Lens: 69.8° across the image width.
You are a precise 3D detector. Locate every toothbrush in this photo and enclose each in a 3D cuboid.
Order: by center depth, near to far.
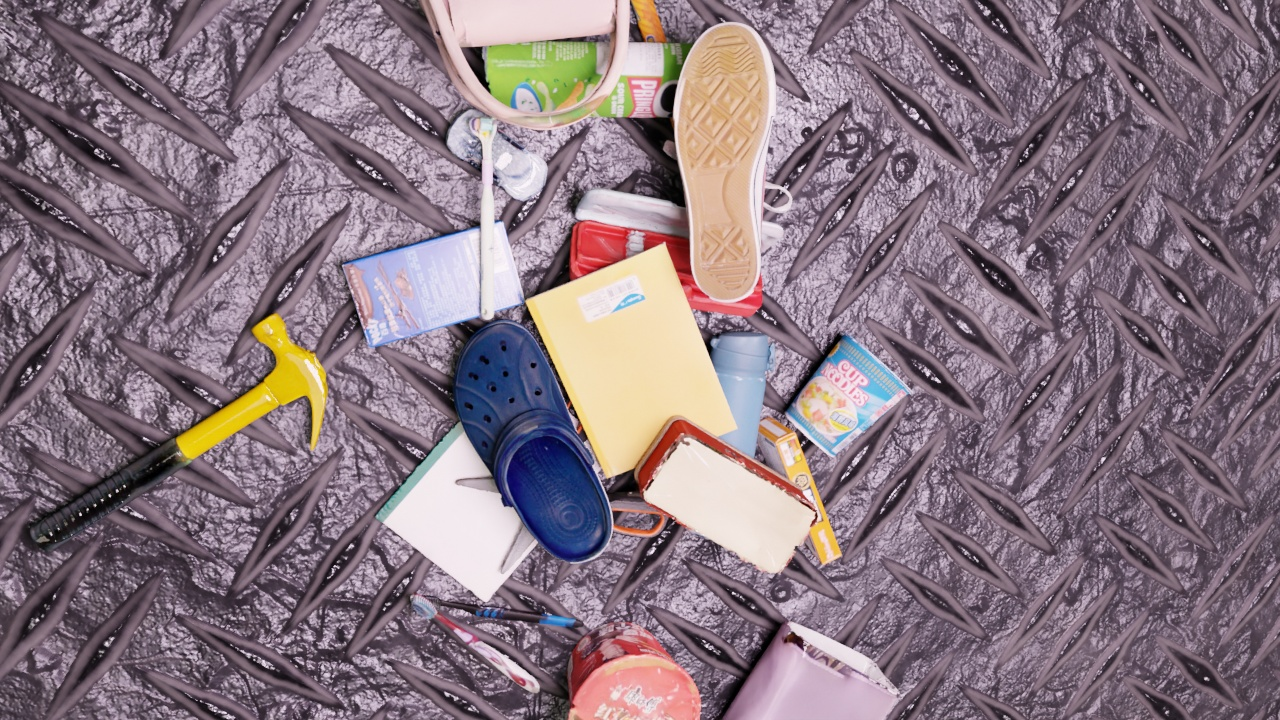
[{"bbox_3d":[-0.147,-0.132,0.867,0.029,0.020,0.190,7,105,22],"label":"toothbrush"},{"bbox_3d":[-0.172,0.302,0.965,0.016,0.017,0.187,-43,113,2],"label":"toothbrush"},{"bbox_3d":[-0.150,0.270,0.975,0.189,0.016,0.014,13,102,-16],"label":"toothbrush"}]

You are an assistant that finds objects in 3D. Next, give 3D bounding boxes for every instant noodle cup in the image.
[{"bbox_3d":[-0.017,0.348,0.972,0.137,0.108,0.138,-2,102,-12],"label":"instant noodle cup"},{"bbox_3d":[0.216,0.042,0.979,0.099,0.099,0.110,40,97,-17],"label":"instant noodle cup"}]

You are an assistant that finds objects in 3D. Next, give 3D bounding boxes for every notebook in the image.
[{"bbox_3d":[-0.005,0.005,0.900,0.146,0.010,0.206,-22,110,4],"label":"notebook"},{"bbox_3d":[-0.148,0.128,0.950,0.150,0.012,0.209,42,89,-15],"label":"notebook"}]

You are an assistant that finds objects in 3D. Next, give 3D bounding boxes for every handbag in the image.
[{"bbox_3d":[-0.096,-0.305,0.796,0.193,0.093,0.234,-10,78,-9],"label":"handbag"},{"bbox_3d":[0.171,0.407,1.032,0.145,0.098,0.197,30,94,-18],"label":"handbag"}]

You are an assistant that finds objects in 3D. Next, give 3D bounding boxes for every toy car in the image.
[{"bbox_3d":[-0.136,-0.196,0.881,0.105,0.031,0.049,35,93,-18],"label":"toy car"}]

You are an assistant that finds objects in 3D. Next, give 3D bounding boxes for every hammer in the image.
[{"bbox_3d":[-0.432,0.085,0.867,0.300,0.033,0.129,-33,105,-5],"label":"hammer"}]

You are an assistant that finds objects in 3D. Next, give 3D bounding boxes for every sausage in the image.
[{"bbox_3d":[0.021,-0.293,0.902,0.021,0.021,0.165,-22,105,-8],"label":"sausage"}]

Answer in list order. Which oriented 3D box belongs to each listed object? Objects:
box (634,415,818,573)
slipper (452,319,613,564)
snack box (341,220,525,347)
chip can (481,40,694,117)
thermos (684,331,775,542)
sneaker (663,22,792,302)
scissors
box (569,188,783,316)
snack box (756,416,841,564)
[{"bbox_3d":[0.084,0.137,0.901,0.168,0.077,0.091,31,99,-12],"label":"box"},{"bbox_3d":[-0.108,0.085,0.884,0.105,0.095,0.253,-26,92,-3],"label":"slipper"},{"bbox_3d":[-0.199,-0.075,0.891,0.157,0.026,0.084,-17,104,-10],"label":"snack box"},{"bbox_3d":[-0.026,-0.263,0.857,0.236,0.072,0.072,0,101,-4],"label":"chip can"},{"bbox_3d":[0.094,0.078,0.968,0.070,0.070,0.220,6,99,-14],"label":"thermos"},{"bbox_3d":[0.078,-0.175,0.831,0.118,0.087,0.241,0,103,8],"label":"sneaker"},{"bbox_3d":[-0.070,0.129,0.952,0.221,0.021,0.233,25,93,-10],"label":"scissors"},{"bbox_3d":[0.036,-0.116,0.897,0.201,0.100,0.095,9,56,-14],"label":"box"},{"bbox_3d":[0.168,0.139,0.991,0.026,0.075,0.154,-25,105,-7],"label":"snack box"}]
